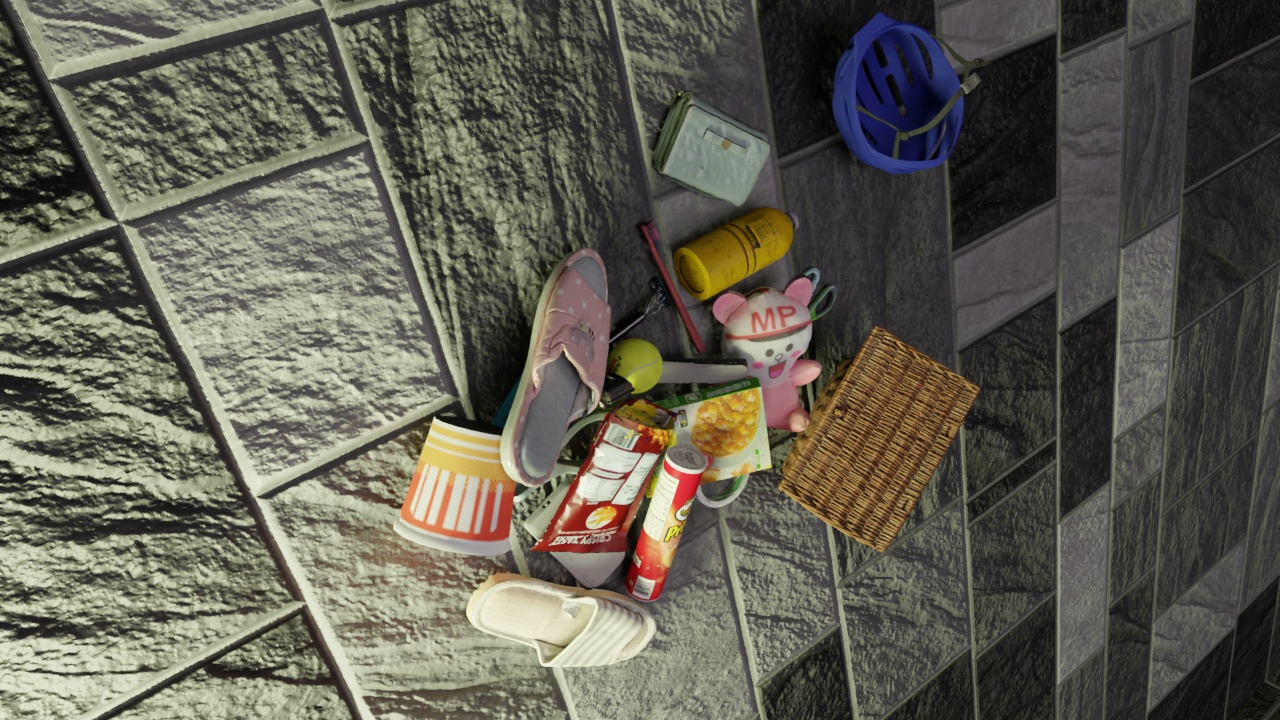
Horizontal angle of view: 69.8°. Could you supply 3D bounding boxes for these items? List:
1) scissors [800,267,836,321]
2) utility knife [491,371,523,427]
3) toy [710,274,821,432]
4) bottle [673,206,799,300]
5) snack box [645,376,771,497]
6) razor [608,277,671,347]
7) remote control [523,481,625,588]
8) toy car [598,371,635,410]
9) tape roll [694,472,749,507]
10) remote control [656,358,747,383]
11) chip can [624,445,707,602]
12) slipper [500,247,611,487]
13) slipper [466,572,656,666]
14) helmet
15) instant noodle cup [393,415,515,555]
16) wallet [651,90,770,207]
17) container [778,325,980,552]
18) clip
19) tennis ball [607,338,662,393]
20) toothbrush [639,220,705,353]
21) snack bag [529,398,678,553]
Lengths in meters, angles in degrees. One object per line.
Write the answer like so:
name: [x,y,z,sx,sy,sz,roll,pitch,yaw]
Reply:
scissors: [0.214,-0.039,1.257,0.092,0.032,0.175,27,94,-40]
utility knife: [-0.129,0.032,1.041,0.031,0.015,0.185,35,87,-33]
toy: [0.157,-0.001,1.180,0.142,0.084,0.213,-8,116,-5]
bottle: [0.126,-0.139,1.122,0.163,0.071,0.071,-30,121,-24]
snack box: [0.076,0.098,1.149,0.168,0.027,0.132,-14,124,-2]
razor: [-0.019,-0.039,1.087,0.144,0.022,0.043,-41,124,-16]
remote control: [-0.078,0.220,1.140,0.074,0.019,0.151,-46,126,-13]
toy car: [-0.045,0.029,1.050,0.040,0.092,0.037,-29,110,-25]
tape roll: [0.108,0.154,1.248,0.093,0.018,0.094,-12,113,-31]
remote control: [0.064,0.013,1.130,0.136,0.013,0.033,1,112,-3]
chip can: [0.030,0.209,1.158,0.051,0.052,0.215,-4,124,-34]
slipper: [-0.078,0.005,0.985,0.114,0.054,0.273,41,59,-52]
slipper: [-0.091,0.327,1.139,0.272,0.054,0.115,24,109,-34]
helmet: [0.339,-0.308,1.113,0.147,0.228,0.241,-44,125,-3]
instant noodle cup: [-0.186,0.129,0.974,0.123,0.123,0.121,13,91,-38]
wallet: [0.082,-0.245,1.070,0.131,0.054,0.100,15,97,-33]
container: [0.303,0.106,1.248,0.162,0.183,0.250,31,87,0]
clip: [-0.084,0.123,1.095,0.162,0.028,0.115,-19,115,-28]
tennis ball: [-0.006,0.006,1.084,0.065,0.065,0.065,-12,113,-32]
toothbrush: [0.042,-0.086,1.110,0.016,0.016,0.190,-30,121,-5]
snack bag: [-0.034,0.149,1.085,0.138,0.066,0.208,4,116,-42]
